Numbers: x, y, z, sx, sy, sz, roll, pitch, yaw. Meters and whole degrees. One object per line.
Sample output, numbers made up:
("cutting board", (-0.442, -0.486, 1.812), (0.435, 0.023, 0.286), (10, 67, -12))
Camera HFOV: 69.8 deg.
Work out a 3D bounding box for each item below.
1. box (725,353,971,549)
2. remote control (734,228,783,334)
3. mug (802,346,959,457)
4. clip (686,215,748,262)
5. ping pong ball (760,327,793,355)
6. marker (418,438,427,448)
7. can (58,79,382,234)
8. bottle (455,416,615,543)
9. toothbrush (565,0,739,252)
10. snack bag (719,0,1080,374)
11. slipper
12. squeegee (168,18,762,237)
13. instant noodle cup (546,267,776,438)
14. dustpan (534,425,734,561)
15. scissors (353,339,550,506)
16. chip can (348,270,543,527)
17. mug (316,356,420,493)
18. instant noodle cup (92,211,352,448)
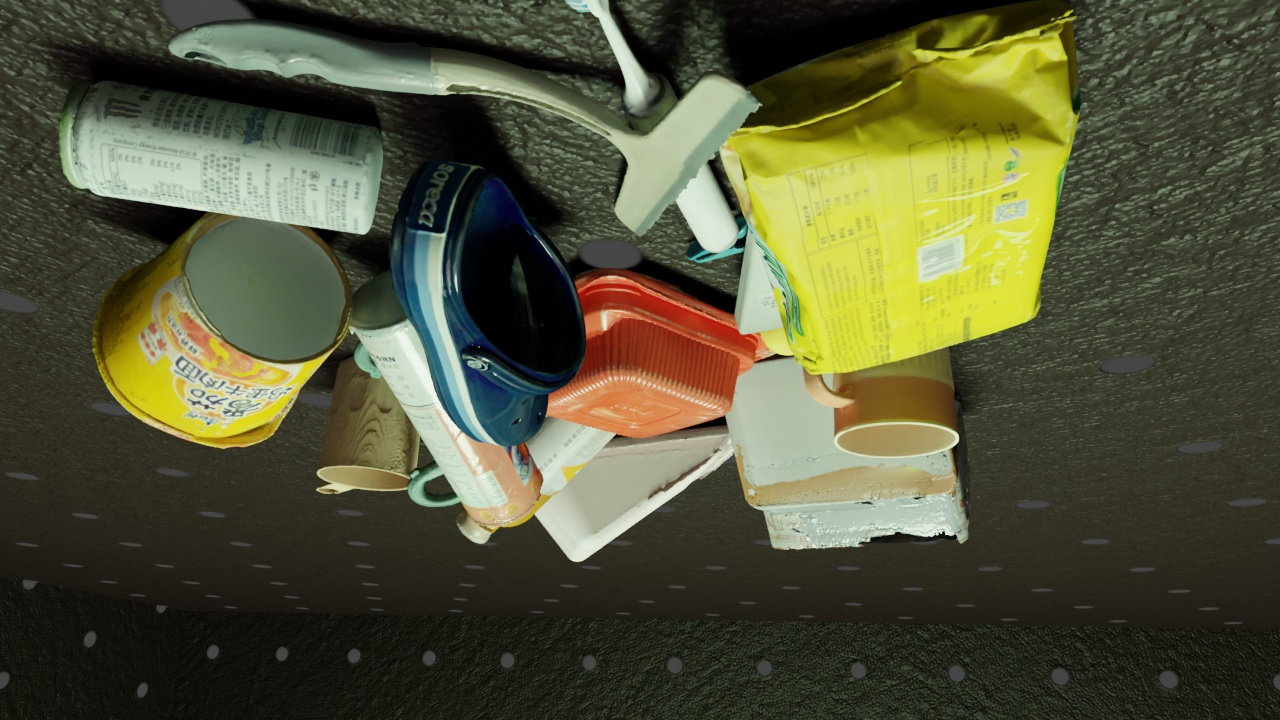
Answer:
("box", (0.182, 0.055, 0.802), (0.183, 0.193, 0.156), (-7, -160, 23))
("remote control", (0.092, -0.061, 0.576), (0.056, 0.019, 0.135), (-12, 152, -5))
("mug", (0.163, 0.004, 0.643), (0.114, 0.105, 0.082), (13, 156, -23))
("clip", (0.052, -0.075, 0.582), (0.057, 0.015, 0.049), (-19, 152, 40))
("ping pong ball", (0.107, -0.024, 0.667), (0.040, 0.040, 0.040), (2, 158, 1))
("marker", (-0.202, 0.108, 1.068), (0.123, 0.015, 0.018), (18, 152, -27))
("can", (-0.213, -0.105, 0.479), (0.146, 0.058, 0.058), (7, 158, -11))
("bottle", (-0.092, 0.089, 0.821), (0.190, 0.068, 0.068), (-46, 140, 14))
("toothbrush", (0.011, -0.117, 0.465), (0.026, 0.026, 0.221), (9, 162, 24))
("snack bag", (0.138, -0.070, 0.476), (0.158, 0.068, 0.246), (-16, 152, 12))
("slipper", (-0.078, -0.028, 0.559), (0.095, 0.105, 0.253), (14, 154, 10))
("squeegee", (-0.091, -0.129, 0.435), (0.246, 0.039, 0.247), (13, 175, -8))
("instant noodle cup", (-0.004, 0.004, 0.700), (0.188, 0.079, 0.165), (17, 154, -35))
("dustpan", (-0.035, 0.106, 0.967), (0.272, 0.139, 0.223), (-32, 169, -20))
("scissors", (-0.163, 0.050, 0.766), (0.170, 0.179, 0.019), (17, -163, -15))
("chip can", (-0.139, 0.034, 0.686), (0.071, 0.071, 0.215), (-5, 132, 18))
("mug", (-0.252, 0.062, 0.836), (0.084, 0.103, 0.125), (21, 152, -39))
("instant noodle cup", (-0.260, -0.027, 0.593), (0.138, 0.137, 0.110), (22, 143, -39))
